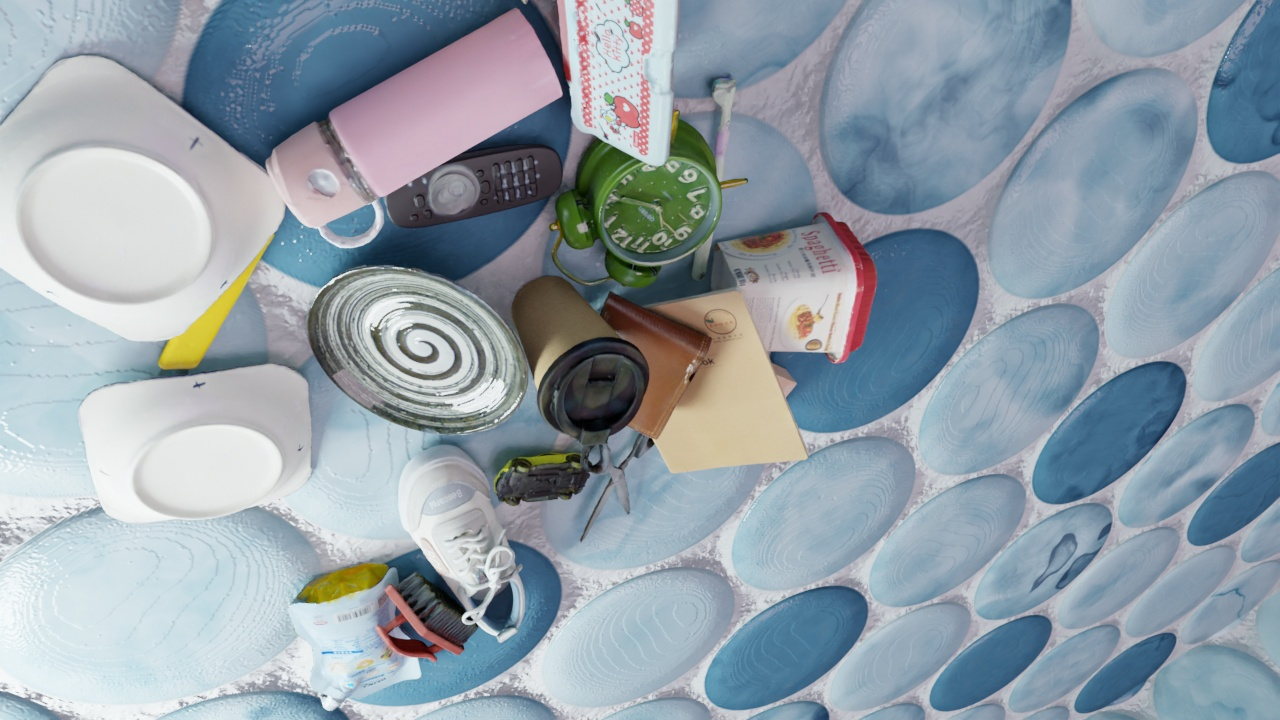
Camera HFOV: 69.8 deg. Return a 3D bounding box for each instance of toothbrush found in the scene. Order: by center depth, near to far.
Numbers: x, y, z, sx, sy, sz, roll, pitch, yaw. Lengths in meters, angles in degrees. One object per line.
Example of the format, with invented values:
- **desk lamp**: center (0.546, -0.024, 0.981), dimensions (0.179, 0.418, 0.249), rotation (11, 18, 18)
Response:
- **toothbrush**: center (0.060, -0.148, 0.784), dimensions (0.029, 0.020, 0.190), rotation (-41, 147, -42)

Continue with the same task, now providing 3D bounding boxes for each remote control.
- **remote control**: center (-0.125, -0.134, 0.690), dimensions (0.136, 0.024, 0.053), rotation (-15, 133, -15)

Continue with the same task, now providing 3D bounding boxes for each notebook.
- **notebook**: center (0.057, 0.027, 0.852), dimensions (0.148, 0.008, 0.208), rotation (-9, 128, 25)

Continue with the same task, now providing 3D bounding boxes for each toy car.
- **toy car**: center (-0.097, 0.112, 0.899), dimensions (0.105, 0.032, 0.048), rotation (-2, 125, -37)

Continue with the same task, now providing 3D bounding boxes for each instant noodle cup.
- **instant noodle cup**: center (0.133, -0.063, 0.837), dimensions (0.124, 0.116, 0.117), rotation (-5, 130, -9)

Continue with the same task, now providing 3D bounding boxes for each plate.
- **plate**: center (-0.335, -0.092, 0.592), dimensions (0.164, 0.034, 0.164), rotation (-44, 126, 10)
- **plate**: center (-0.173, -0.008, 0.727), dimensions (0.179, 0.024, 0.180), rotation (6, 133, 7)
- **plate**: center (-0.344, 0.078, 0.728), dimensions (0.163, 0.034, 0.165), rotation (-9, 136, -25)

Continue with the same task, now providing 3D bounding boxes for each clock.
- **clock**: center (-0.003, -0.121, 0.737), dimensions (0.161, 0.056, 0.116), rotation (-40, 130, 18)

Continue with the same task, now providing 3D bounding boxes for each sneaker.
- **sneaker**: center (-0.166, 0.188, 0.887), dimensions (0.089, 0.090, 0.242), rotation (-23, 133, -12)

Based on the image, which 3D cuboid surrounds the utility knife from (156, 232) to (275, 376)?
- **utility knife**: center (-0.329, -0.025, 0.675), dimensions (0.033, 0.015, 0.224), rotation (25, 112, -36)

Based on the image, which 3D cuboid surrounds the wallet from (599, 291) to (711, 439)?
- **wallet**: center (-0.005, 0.005, 0.822), dimensions (0.101, 0.032, 0.125), rotation (26, 129, -2)

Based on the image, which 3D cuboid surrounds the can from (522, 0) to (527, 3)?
- **can**: center (-0.041, -0.299, 0.576), dimensions (0.146, 0.058, 0.058), rotation (-43, 134, 10)

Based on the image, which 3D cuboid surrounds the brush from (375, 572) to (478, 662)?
- **brush**: center (-0.216, 0.271, 0.934), dimensions (0.069, 0.063, 0.146), rotation (-42, 154, -13)

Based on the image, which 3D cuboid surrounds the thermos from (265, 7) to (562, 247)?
- **thermos**: center (-0.149, -0.154, 0.628), dimensions (0.198, 0.067, 0.087), rotation (-32, 120, -4)

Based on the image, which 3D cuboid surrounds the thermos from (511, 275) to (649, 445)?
- **thermos**: center (-0.056, -0.006, 0.750), dimensions (0.093, 0.143, 0.093), rotation (-16, 131, -19)

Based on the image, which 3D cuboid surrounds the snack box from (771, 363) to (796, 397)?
- **snack box**: center (0.081, 0.027, 0.934), dimensions (0.157, 0.026, 0.085), rotation (20, 115, -38)

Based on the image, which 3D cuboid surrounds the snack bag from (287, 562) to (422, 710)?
- **snack bag**: center (-0.289, 0.287, 0.938), dimensions (0.110, 0.039, 0.191), rotation (-22, 135, -27)

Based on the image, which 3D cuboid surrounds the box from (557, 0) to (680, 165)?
- **box**: center (-0.001, -0.215, 0.589), dimensions (0.095, 0.100, 0.202), rotation (-33, 159, -15)

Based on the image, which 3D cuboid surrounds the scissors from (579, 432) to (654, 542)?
- **scissors**: center (-0.025, 0.118, 0.941), dimensions (0.181, 0.014, 0.159), rotation (-55, 148, 9)
